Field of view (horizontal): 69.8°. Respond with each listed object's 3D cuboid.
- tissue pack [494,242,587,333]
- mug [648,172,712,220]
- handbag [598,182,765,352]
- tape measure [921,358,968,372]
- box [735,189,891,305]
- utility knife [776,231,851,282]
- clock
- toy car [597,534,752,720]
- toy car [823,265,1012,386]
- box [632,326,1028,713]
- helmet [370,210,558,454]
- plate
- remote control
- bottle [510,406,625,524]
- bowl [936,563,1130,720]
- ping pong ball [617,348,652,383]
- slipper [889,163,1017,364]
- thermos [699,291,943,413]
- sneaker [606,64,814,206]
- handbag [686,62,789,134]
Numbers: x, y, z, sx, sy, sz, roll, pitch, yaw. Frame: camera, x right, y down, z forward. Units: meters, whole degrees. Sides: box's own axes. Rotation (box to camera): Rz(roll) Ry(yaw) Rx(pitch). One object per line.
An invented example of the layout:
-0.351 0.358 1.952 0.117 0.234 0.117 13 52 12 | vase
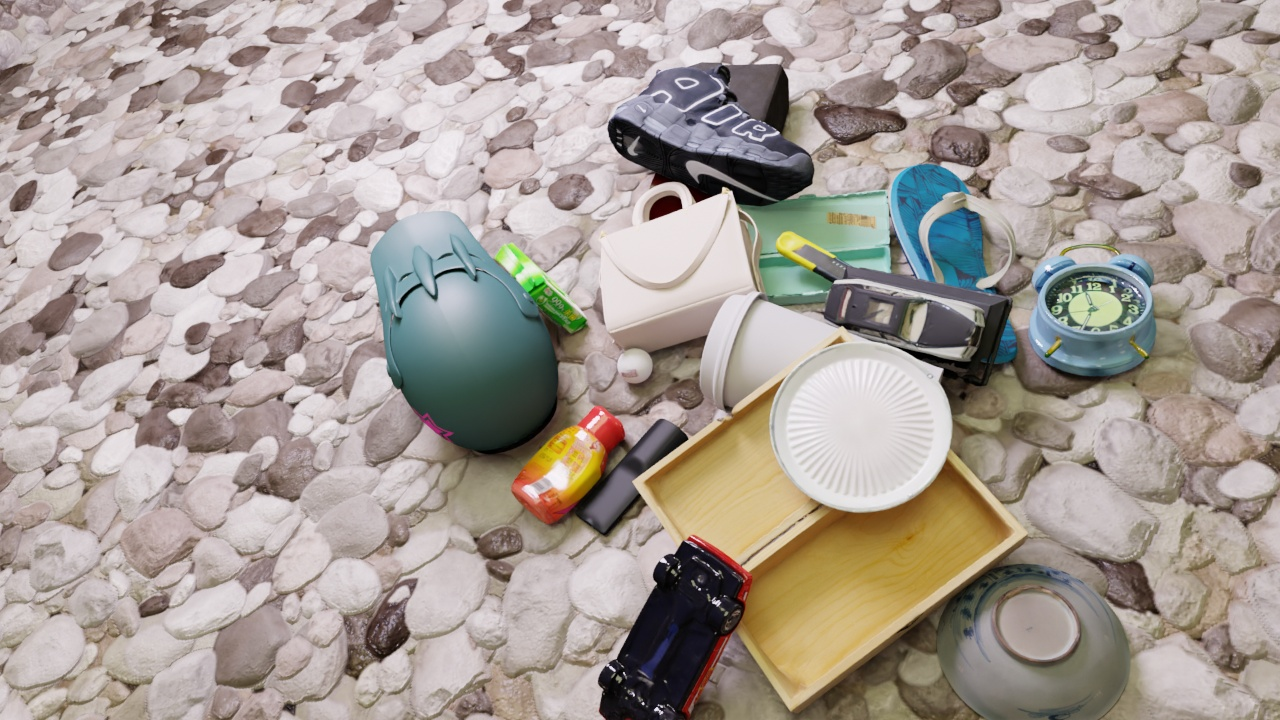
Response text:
-0.119 -0.086 1.114 0.034 0.114 0.099 -43 51 3 | tissue pack
0.063 -0.206 1.155 0.088 0.087 0.114 15 101 12 | mug
0.043 -0.126 1.069 0.195 0.101 0.197 -17 62 17 | handbag
0.315 -0.015 0.972 0.060 0.020 0.062 0 53 18 | tape measure
0.199 -0.129 1.081 0.187 0.052 0.138 -2 67 16 | box
0.228 -0.097 1.031 0.172 0.020 0.028 33 87 23 | utility knife
0.458 -0.057 0.932 0.118 0.060 0.161 -1 49 19 | clock
0.029 0.249 0.797 0.081 0.056 0.189 30 100 34 | toy car
0.263 -0.042 0.932 0.192 0.071 0.094 20 99 42 | toy car
0.161 0.135 0.824 0.247 0.068 0.253 -37 71 0 | box
-0.203 -0.034 1.038 0.176 0.200 0.274 -28 50 -5 | helmet
0.193 0.058 0.812 0.157 0.014 0.156 -6 69 14 | plate
-0.009 0.120 0.973 0.045 0.021 0.140 29 68 35 | remote control
-0.074 0.109 0.984 0.071 0.048 0.134 31 68 34 | bottle
0.324 0.226 0.757 0.151 0.057 0.150 -10 51 12 | bowl
-0.006 0.006 1.047 0.040 0.040 0.040 -9 51 11 | ping pong ball
0.345 -0.125 0.999 0.118 0.060 0.294 4 53 -11 | slipper
0.183 0.016 0.932 0.222 0.132 0.131 18 60 20 | thermos
0.101 -0.285 1.100 0.253 0.097 0.150 21 70 13 | sneaker
0.081 -0.322 1.232 0.200 0.102 0.196 5 55 22 | handbag
